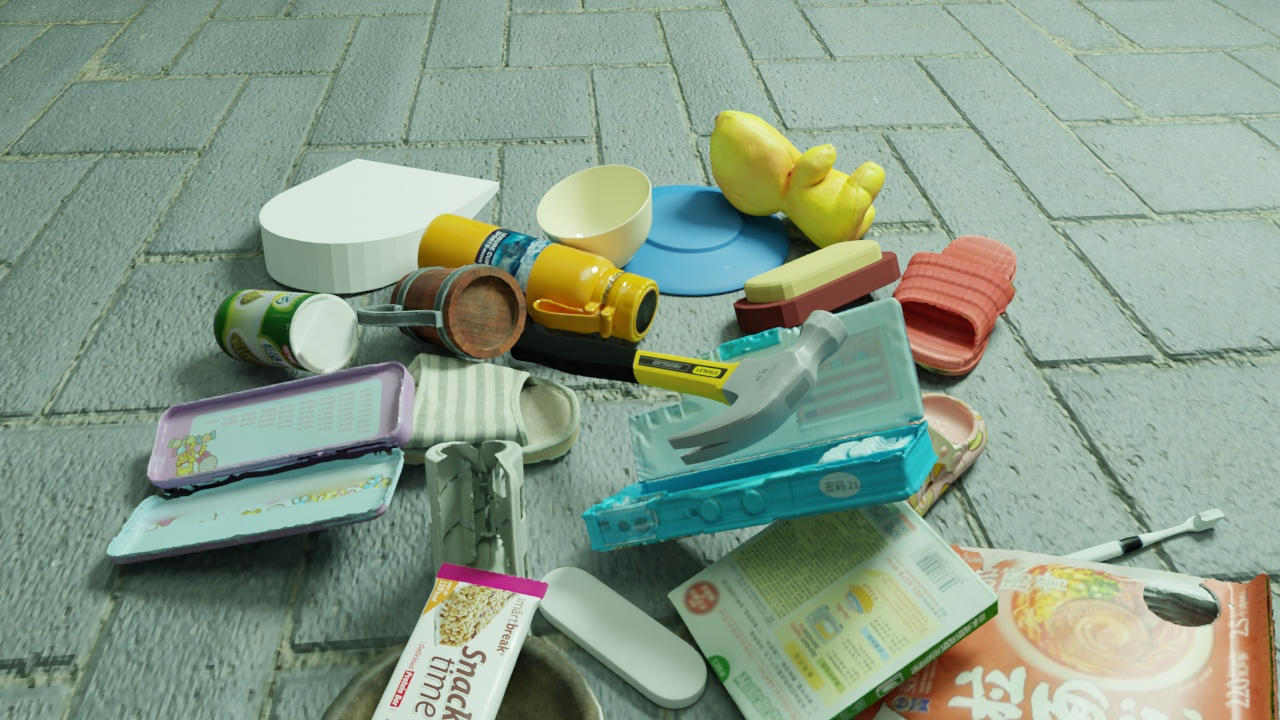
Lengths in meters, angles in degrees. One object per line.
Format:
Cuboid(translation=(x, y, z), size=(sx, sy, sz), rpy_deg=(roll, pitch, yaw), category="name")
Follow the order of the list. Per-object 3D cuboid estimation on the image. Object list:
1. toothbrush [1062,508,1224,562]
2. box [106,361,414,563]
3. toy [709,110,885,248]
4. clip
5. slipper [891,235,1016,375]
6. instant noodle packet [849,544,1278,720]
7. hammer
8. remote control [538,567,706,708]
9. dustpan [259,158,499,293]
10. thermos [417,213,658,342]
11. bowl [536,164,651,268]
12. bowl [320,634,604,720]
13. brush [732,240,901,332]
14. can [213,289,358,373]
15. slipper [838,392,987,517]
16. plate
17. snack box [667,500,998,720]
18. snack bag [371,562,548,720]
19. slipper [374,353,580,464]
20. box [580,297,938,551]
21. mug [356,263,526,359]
Cuboid(translation=(0.349, 0.136, 0.671), size=(0.186, 0.017, 0.012), rpy_deg=(-12, 53, -14), category="toothbrush")
Cuboid(translation=(-0.277, 0.078, 0.686), size=(0.214, 0.041, 0.151), rpy_deg=(-11, 43, 8), category="box")
Cuboid(translation=(0.158, -0.185, 0.985), size=(0.194, 0.134, 0.087), rpy_deg=(28, 78, 8), category="toy")
Cuboid(translation=(-0.117, 0.111, 0.624), size=(0.105, 0.126, 0.152), rpy_deg=(-6, 16, -23), category="clip")
Cuboid(translation=(0.309, -0.073, 0.893), size=(0.103, 0.059, 0.248), rpy_deg=(21, 42, 23), category="slipper")
Cuboid(translation=(0.259, 0.194, 0.575), size=(0.221, 0.084, 0.163), rpy_deg=(8, 43, 27), category="instant noodle packet")
Cuboid(translation=(-0.004, 0.004, 0.697), size=(0.324, 0.029, 0.126), rpy_deg=(10, 53, 50), category="hammer")
Cuboid(translation=(-0.015, 0.183, 0.613), size=(0.136, 0.013, 0.043), rpy_deg=(28, 47, 30), category="remote control")
Cuboid(translation=(-0.298, -0.150, 1.013), size=(0.192, 0.053, 0.257), rpy_deg=(12, 29, 13), category="dustpan")
Cuboid(translation=(-0.101, -0.071, 0.878), size=(0.233, 0.076, 0.091), rpy_deg=(18, 67, 20), category="thermos")
Cuboid(translation=(-0.038, -0.133, 0.931), size=(0.118, 0.074, 0.117), rpy_deg=(-10, 44, 10), category="bowl")
Cuboid(translation=(-0.097, 0.234, 0.505), size=(0.162, 0.070, 0.162), rpy_deg=(0, 39, 0), category="bowl")
Cuboid(translation=(0.168, -0.076, 0.880), size=(0.173, 0.042, 0.082), rpy_deg=(-24, 15, -26), category="brush")
Cuboid(translation=(-0.309, -0.027, 0.798), size=(0.121, 0.067, 0.067), rpy_deg=(6, 36, 35), category="can")
Cuboid(translation=(0.197, 0.064, 0.708), size=(0.196, 0.082, 0.093), rpy_deg=(-30, 47, -33), category="slipper")
Cuboid(translation=(0.052, -0.145, 1.004), size=(0.224, 0.024, 0.223), rpy_deg=(0, 39, 0), category="plate")
Cuboid(translation=(0.120, 0.157, 0.594), size=(0.168, 0.027, 0.132), rpy_deg=(-33, 47, -6), category="snack box")
Cuboid(translation=(-0.110, 0.190, 0.488), size=(0.070, 0.016, 0.196), rpy_deg=(10, 40, 9), category="snack bag")
Cuboid(translation=(-0.186, 0.041, 0.758), size=(0.273, 0.054, 0.114), rpy_deg=(0, 34, 1), category="slipper")
Cuboid(translation=(0.083, 0.060, 0.638), size=(0.228, 0.086, 0.167), rpy_deg=(-16, 37, 27), category="box")
Cuboid(translation=(-0.180, -0.043, 0.808), size=(0.117, 0.081, 0.111), rpy_deg=(-13, 15, -42), category="mug")
